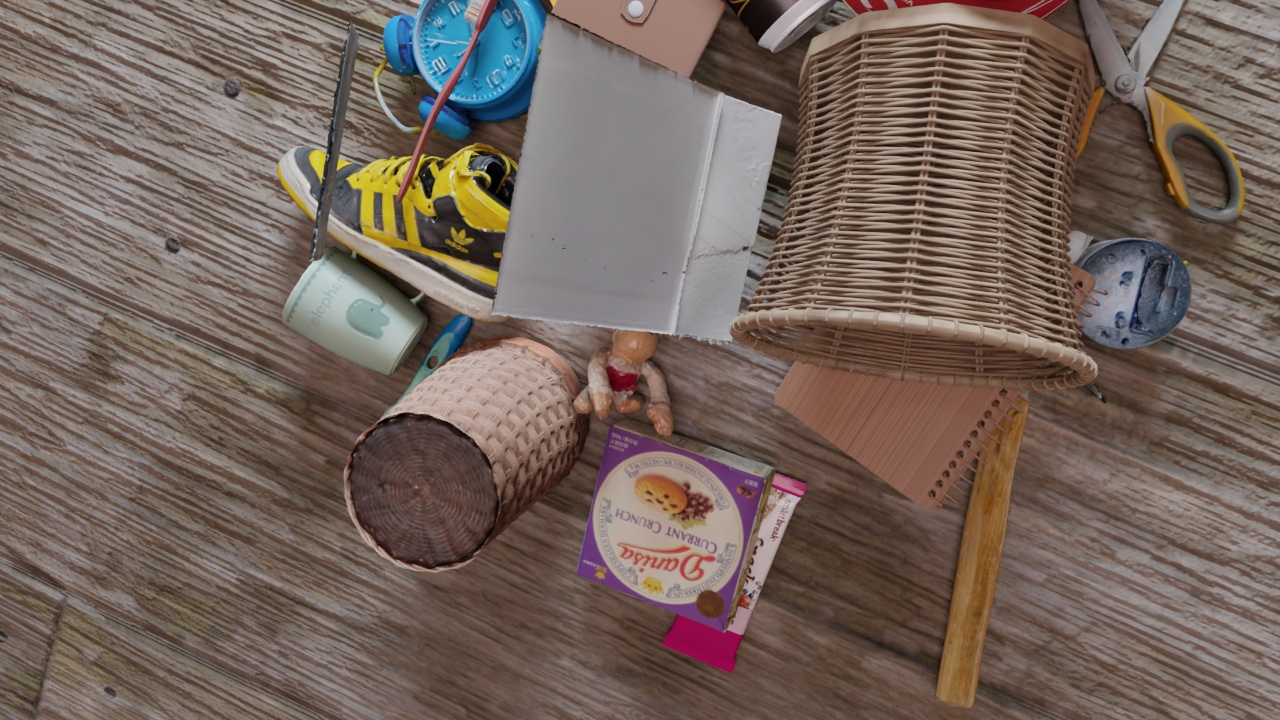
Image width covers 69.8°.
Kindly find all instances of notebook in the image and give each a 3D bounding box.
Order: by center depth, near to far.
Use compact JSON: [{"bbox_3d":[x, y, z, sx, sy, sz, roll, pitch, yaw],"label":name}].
[{"bbox_3d":[0.224,-0.010,0.715,0.169,0.022,0.211,37,108,26],"label":"notebook"}]

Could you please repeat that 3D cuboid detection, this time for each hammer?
[{"bbox_3d":[0.288,0.135,0.759,0.132,0.033,0.331,7,103,10],"label":"hammer"}]

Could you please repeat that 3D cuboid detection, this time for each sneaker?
[{"bbox_3d":[-0.187,-0.143,0.774,0.238,0.085,0.122,33,112,0],"label":"sneaker"}]

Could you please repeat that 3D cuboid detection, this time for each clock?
[{"bbox_3d":[0.347,-0.055,0.693,0.118,0.057,0.083,10,104,10],"label":"clock"},{"bbox_3d":[-0.145,-0.248,0.756,0.161,0.060,0.117,-31,94,11],"label":"clock"}]

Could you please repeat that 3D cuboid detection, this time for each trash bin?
[{"bbox_3d":[-0.140,0.069,0.744,0.151,0.209,0.151,2,101,12],"label":"trash bin"}]

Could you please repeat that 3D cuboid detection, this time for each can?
[{"bbox_3d":[0.086,-0.304,0.691,0.072,0.071,0.128,-37,92,16],"label":"can"}]

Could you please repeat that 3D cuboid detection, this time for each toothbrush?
[{"bbox_3d":[-0.155,-0.208,0.717,0.016,0.015,0.184,26,96,7],"label":"toothbrush"},{"bbox_3d":[-0.196,0.008,0.846,0.022,0.017,0.135,41,104,2],"label":"toothbrush"}]

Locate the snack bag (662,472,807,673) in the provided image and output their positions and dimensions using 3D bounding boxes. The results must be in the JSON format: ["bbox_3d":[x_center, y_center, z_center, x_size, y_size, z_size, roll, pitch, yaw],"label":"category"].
[{"bbox_3d":[0.082,0.186,0.820,0.070,0.016,0.197,21,105,6],"label":"snack bag"}]

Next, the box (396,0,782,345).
[{"bbox_3d":[0.004,-0.098,0.569,0.149,0.412,0.167,12,96,5],"label":"box"}]

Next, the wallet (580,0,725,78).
[{"bbox_3d":[-0.007,-0.261,0.705,0.121,0.013,0.087,28,102,3],"label":"wallet"}]

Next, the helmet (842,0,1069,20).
[{"bbox_3d":[0.232,-0.328,0.572,0.197,0.224,0.272,38,119,0],"label":"helmet"}]

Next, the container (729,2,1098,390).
[{"bbox_3d":[0.186,-0.096,0.605,0.227,0.227,0.196,8,85,10],"label":"container"}]

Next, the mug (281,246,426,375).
[{"bbox_3d":[-0.240,-0.052,0.814,0.104,0.084,0.111,32,81,-7],"label":"mug"}]

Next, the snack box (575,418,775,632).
[{"bbox_3d":[0.029,0.141,0.800,0.143,0.040,0.148,17,104,18],"label":"snack box"}]

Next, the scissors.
[{"bbox_3d":[0.367,-0.181,0.685,0.226,0.016,0.225,33,104,5],"label":"scissors"}]

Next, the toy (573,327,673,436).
[{"bbox_3d":[-0.005,0.005,0.781,0.085,0.074,0.106,16,83,-23],"label":"toy"}]
